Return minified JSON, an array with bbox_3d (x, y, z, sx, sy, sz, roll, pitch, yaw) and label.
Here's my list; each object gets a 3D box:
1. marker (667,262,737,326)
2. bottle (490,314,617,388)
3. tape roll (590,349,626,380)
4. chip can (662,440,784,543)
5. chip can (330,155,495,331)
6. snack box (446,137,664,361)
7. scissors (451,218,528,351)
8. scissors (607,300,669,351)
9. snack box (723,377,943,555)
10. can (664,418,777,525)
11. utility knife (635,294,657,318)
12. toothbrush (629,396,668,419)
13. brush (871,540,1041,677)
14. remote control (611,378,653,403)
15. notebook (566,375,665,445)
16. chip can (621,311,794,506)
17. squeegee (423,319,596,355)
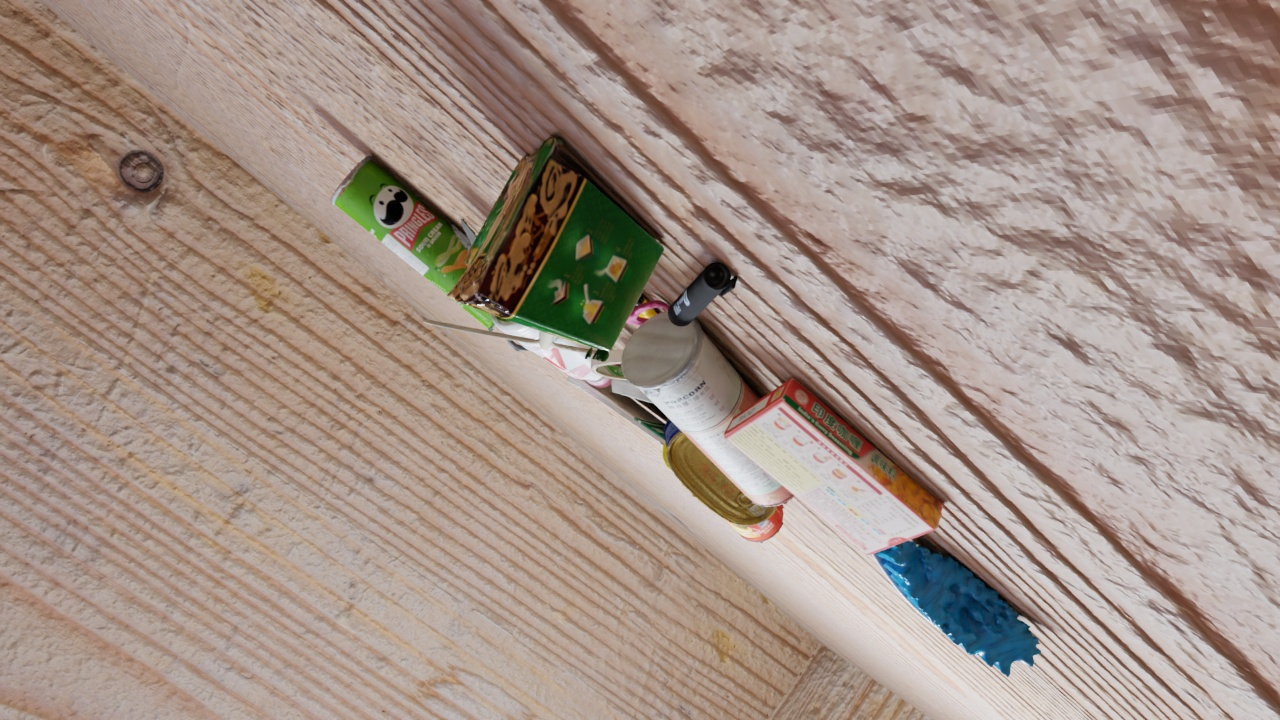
[{"bbox_3d":[0.040,-0.043,0.621,0.022,0.020,0.132,10,171,-7],"label":"marker"},{"bbox_3d":[-0.087,-0.023,1.033,0.068,0.068,0.197,31,173,38],"label":"bottle"},{"bbox_3d":[-0.005,0.005,0.880,0.086,0.014,0.086,3,168,0],"label":"tape roll"},{"bbox_3d":[0.105,0.150,1.117,0.073,0.073,0.216,30,167,42],"label":"chip can"},{"bbox_3d":[-0.246,-0.134,1.076,0.236,0.072,0.072,40,170,-11],"label":"chip can"},{"bbox_3d":[-0.053,-0.068,0.618,0.105,0.117,0.118,29,177,-18],"label":"snack box"},{"bbox_3d":[-0.163,-0.080,1.043,0.173,0.141,0.014,16,-162,-25],"label":"scissors"},{"bbox_3d":[-0.037,-0.041,0.760,0.134,0.017,0.124,-13,136,42],"label":"scissors"},{"bbox_3d":[0.145,0.084,0.700,0.156,0.026,0.077,40,141,-8],"label":"snack box"},{"bbox_3d":[0.085,0.112,0.974,0.148,0.075,0.049,43,-162,-22],"label":"can"},{"bbox_3d":[0.037,-0.003,0.813,0.033,0.015,0.197,25,161,51],"label":"utility knife"},{"bbox_3d":[0.044,0.083,1.199,0.181,0.018,0.016,39,168,-12],"label":"toothbrush"},{"bbox_3d":[0.223,0.171,0.857,0.314,0.060,0.109,41,174,0],"label":"brush"},{"bbox_3d":[0.014,0.029,0.957,0.056,0.019,0.135,-3,-176,-19],"label":"remote control"},{"bbox_3d":[-0.005,0.070,1.192,0.150,0.012,0.209,34,-178,13],"label":"notebook"},{"bbox_3d":[0.070,0.048,0.774,0.071,0.071,0.214,28,166,47],"label":"chip can"},{"bbox_3d":[-0.078,-0.048,0.812,0.246,0.039,0.247,11,157,-6],"label":"squeegee"}]
